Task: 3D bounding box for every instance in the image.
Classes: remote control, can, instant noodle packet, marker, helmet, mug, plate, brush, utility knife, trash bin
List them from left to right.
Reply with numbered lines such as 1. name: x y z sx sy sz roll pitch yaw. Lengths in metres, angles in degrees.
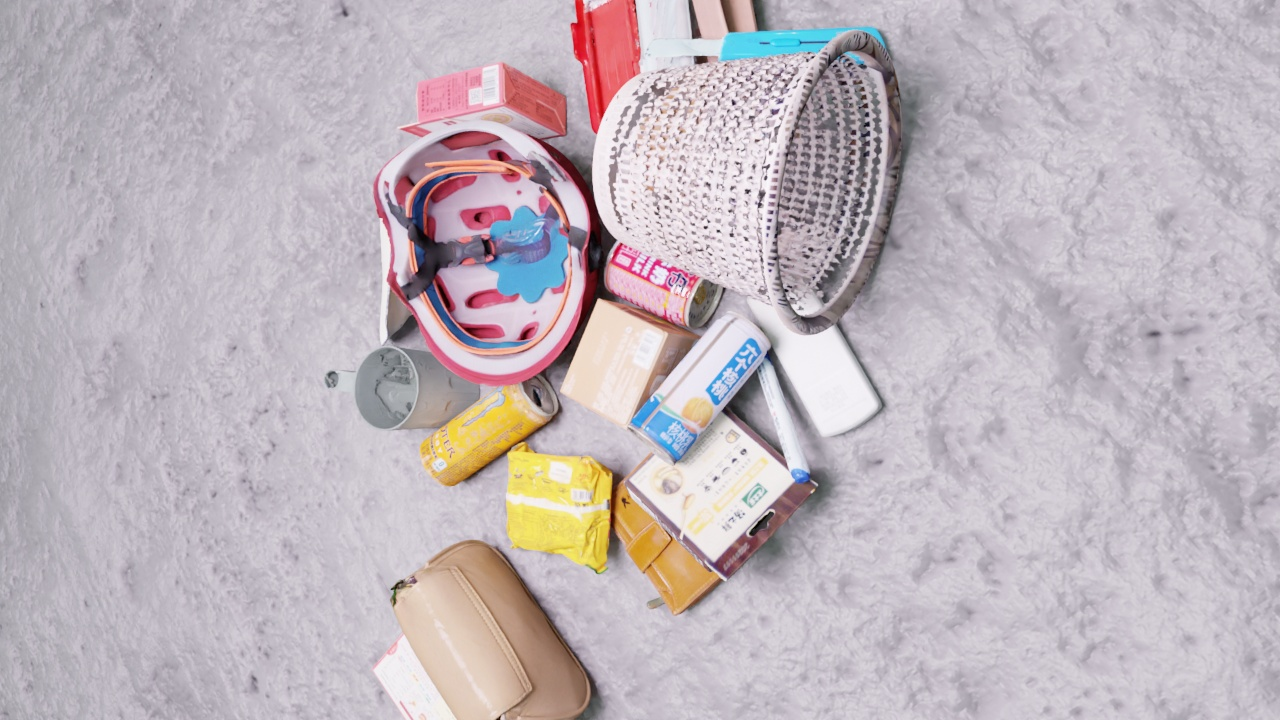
1. plate: -0.254 -0.104 0.961 0.034 0.164 0.163 1 80 -18
2. mug: -0.245 0.027 0.950 0.124 0.103 0.083 8 91 28
3. can: -0.154 0.069 0.927 0.146 0.058 0.058 -35 73 21
4. helmet: -0.125 -0.104 0.879 0.207 0.143 0.240 -10 96 20
5. instant noodle packet: -0.078 0.139 0.881 0.129 0.044 0.111 4 95 43
6. can: 0.022 -0.074 0.842 0.094 0.066 0.066 28 100 25
7. can: 0.051 0.023 0.782 0.053 0.053 0.134 36 79 24
8. brush: 0.073 -0.300 0.826 0.063 0.073 0.145 -13 83 25
9. trash bin: 0.078 -0.150 0.740 0.192 0.227 0.227 17 95 33
10. utility knife: 0.107 -0.267 0.784 0.208 0.018 0.034 -2 82 -3
11. marker: 0.118 0.039 0.789 0.017 0.017 0.145 -29 54 22
12. remote control: 0.151 -0.008 0.799 0.058 0.021 0.150 -33 73 21

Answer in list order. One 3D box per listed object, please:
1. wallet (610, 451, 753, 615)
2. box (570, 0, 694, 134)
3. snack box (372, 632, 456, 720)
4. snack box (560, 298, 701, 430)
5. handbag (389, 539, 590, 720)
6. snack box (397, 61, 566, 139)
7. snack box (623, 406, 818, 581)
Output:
1. wallet: 0.029 0.156 0.848 0.119 0.035 0.130 -45 66 14
2. box: -0.007 -0.328 0.861 0.161 0.049 0.201 -16 78 50
3. snack box: -0.210 0.357 0.957 0.156 0.027 0.077 47 107 21
4. snack box: -0.005 0.005 0.836 0.077 0.094 0.093 27 99 25
5. handbag: -0.147 0.272 0.862 0.100 0.147 0.204 -47 64 14
6. snack box: -0.157 -0.249 0.915 0.127 0.113 0.044 -3 87 26
7. snack box: 0.069 0.112 0.793 0.113 0.053 0.125 -43 67 -11
